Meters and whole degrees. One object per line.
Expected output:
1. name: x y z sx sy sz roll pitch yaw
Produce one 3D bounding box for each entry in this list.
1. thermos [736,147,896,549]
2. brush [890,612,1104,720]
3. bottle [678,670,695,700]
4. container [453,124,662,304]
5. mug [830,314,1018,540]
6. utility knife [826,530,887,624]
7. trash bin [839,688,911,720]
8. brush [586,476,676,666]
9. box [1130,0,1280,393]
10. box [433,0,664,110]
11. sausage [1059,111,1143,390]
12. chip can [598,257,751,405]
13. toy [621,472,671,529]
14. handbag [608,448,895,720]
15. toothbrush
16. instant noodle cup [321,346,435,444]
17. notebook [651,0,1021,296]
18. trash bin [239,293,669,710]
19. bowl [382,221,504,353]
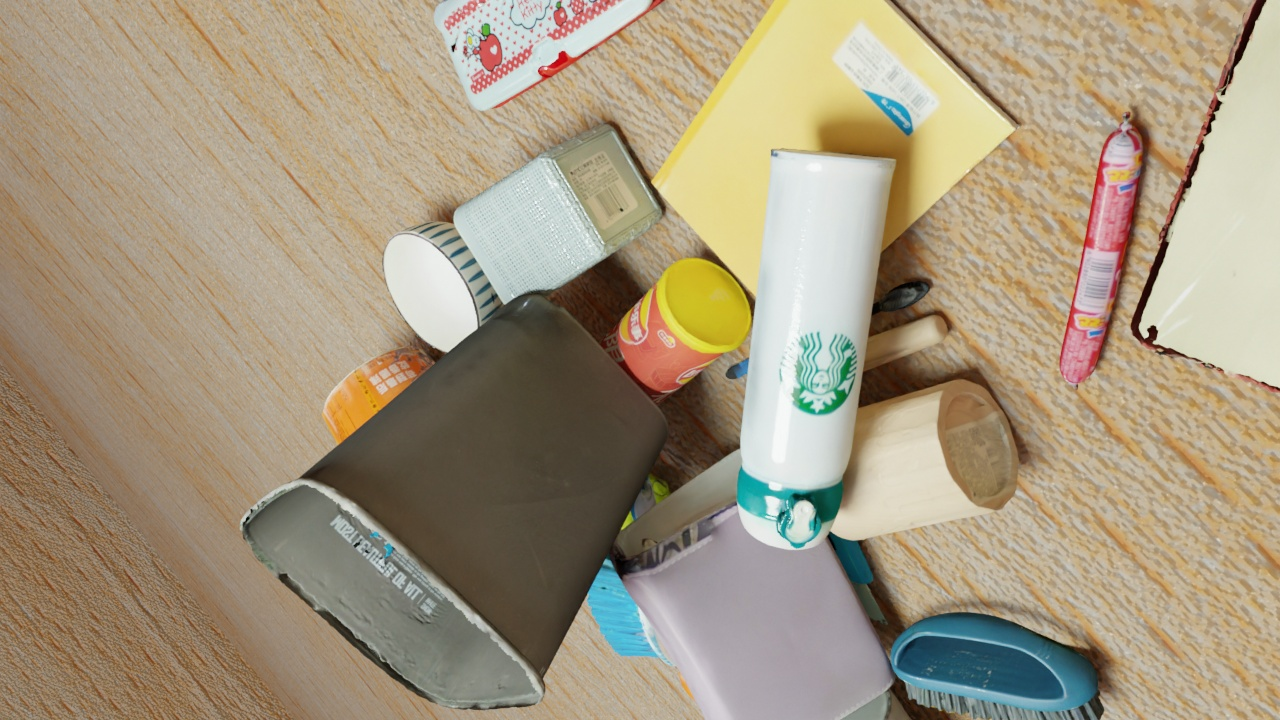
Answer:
1. thermos: 0.095 -0.003 0.519 0.073 0.073 0.224 16 110 36
2. brush: 0.237 0.208 0.630 0.144 0.055 0.073 -5 116 47
3. bottle: 0.101 0.268 0.811 0.150 0.066 0.067 -27 99 44
4. container: -0.056 -0.104 0.653 0.112 0.089 0.090 -23 102 47
5. mug: 0.160 0.043 0.571 0.104 0.084 0.124 -25 74 49
6. utility knife: 0.143 0.124 0.688 0.034 0.018 0.186 -13 110 48
7. trash bin: 0.177 0.405 0.722 0.230 0.228 0.252 -28 92 51
8. brush: -0.006 0.187 0.821 0.110 0.060 0.315 11 139 31
9. box: 0.270 -0.068 0.368 0.091 0.076 0.169 25 135 30
10. box: -0.067 -0.231 0.596 0.202 0.047 0.087 -12 110 49
11. sausage: 0.233 -0.049 0.465 0.020 0.020 0.156 20 132 33
12. chip can: -0.004 0.004 0.698 0.073 0.073 0.217 51 142 1
13. toy: 0.002 0.133 0.822 0.100 0.031 0.097 24 135 36
14. handbag: 0.080 0.183 0.684 0.197 0.144 0.098 61 169 -15
15. toothbrush: 0.114 -0.015 0.610 0.190 0.016 0.014 -28 93 52
16. instant noodle cup: -0.237 0.065 0.920 0.111 0.151 0.152 50 142 15
17. notebook: 0.099 -0.120 0.548 0.146 0.010 0.207 47 141 6
18. trash bin: -0.114 0.090 0.635 0.199 0.219 0.199 47 141 -13
19. bowl: -0.160 -0.070 0.796 0.116 0.066 0.117 25 134 28
